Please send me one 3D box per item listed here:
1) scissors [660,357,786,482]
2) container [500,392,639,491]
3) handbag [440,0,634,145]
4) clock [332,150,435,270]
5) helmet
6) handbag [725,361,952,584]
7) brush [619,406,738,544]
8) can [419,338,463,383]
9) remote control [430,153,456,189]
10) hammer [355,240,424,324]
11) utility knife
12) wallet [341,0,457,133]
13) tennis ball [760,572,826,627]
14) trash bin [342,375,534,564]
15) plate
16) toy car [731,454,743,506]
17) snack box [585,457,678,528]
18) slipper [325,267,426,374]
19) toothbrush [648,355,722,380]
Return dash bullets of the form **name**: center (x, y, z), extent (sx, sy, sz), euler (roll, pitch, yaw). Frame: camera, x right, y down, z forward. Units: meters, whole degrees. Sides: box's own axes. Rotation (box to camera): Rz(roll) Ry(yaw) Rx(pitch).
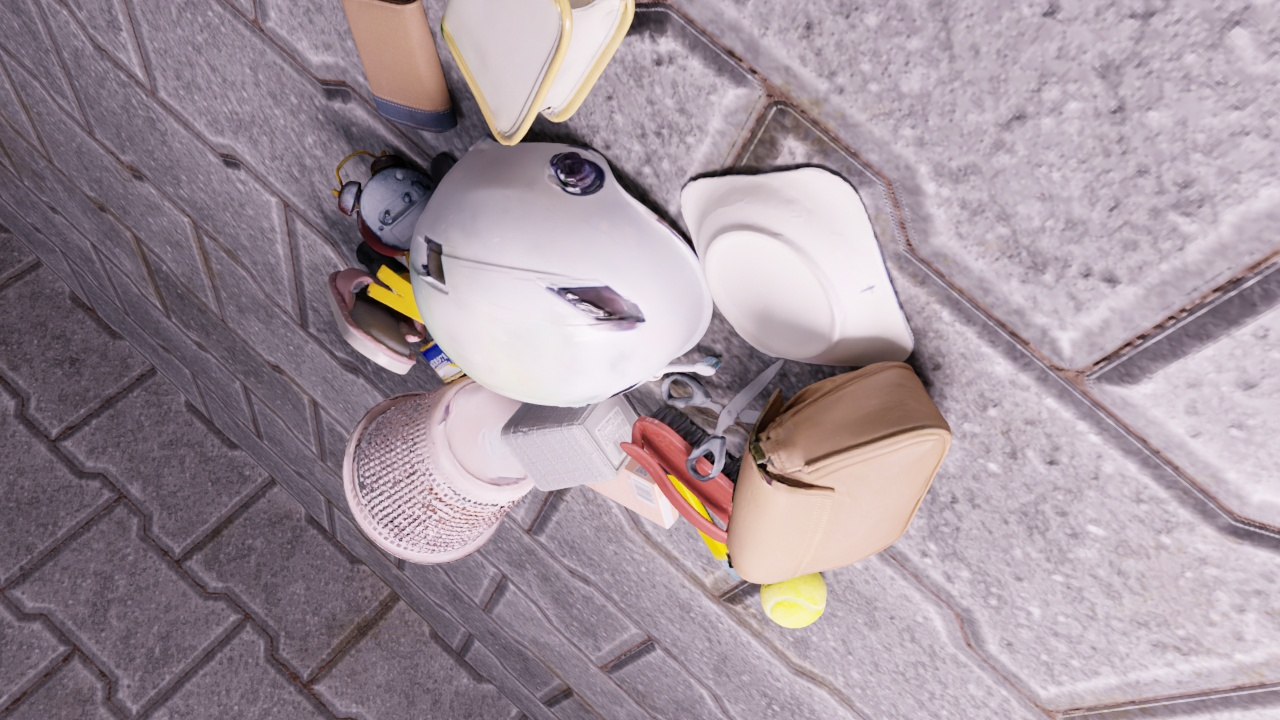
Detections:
- **scissors**: center (0.074, 0.046, 0.794), extent (0.159, 0.014, 0.179), euler (43, 133, 35)
- **container**: center (-0.065, 0.075, 0.952), extent (0.115, 0.090, 0.090), euler (-12, 121, 44)
- **handbag**: center (-0.088, -0.255, 0.607), extent (0.178, 0.063, 0.164), euler (59, 151, 4)
- **clock**: center (-0.245, -0.153, 0.901), extent (0.122, 0.081, 0.055), euler (48, 158, -12)
- **helmet**: center (-0.086, -0.051, 0.751), extent (0.259, 0.145, 0.229), euler (27, 144, 20)
- **handbag**: center (0.135, 0.084, 0.669), extent (0.205, 0.147, 0.099), euler (93, 157, -52)
- **brush**: center (0.048, 0.108, 0.880), extent (0.146, 0.069, 0.063), euler (42, 150, 4)
- **can**: center (-0.195, -0.020, 1.017), extent (0.049, 0.074, 0.148), euler (53, 150, -10)
- **remote control**: center (-0.157, -0.134, 0.871), extent (0.136, 0.024, 0.053), euler (53, 150, -15)
- **hammer**: center (-0.247, -0.080, 0.958), extent (0.128, 0.033, 0.301), euler (30, -179, -35)
- **utility knife**: center (0.069, 0.177, 0.999), extent (0.033, 0.015, 0.192), euler (9, 136, 51)
- **wallet**: center (-0.203, -0.253, 0.770), extent (0.090, 0.033, 0.115), euler (23, 144, 29)
- **tennis ball**: center (0.152, 0.232, 0.913), extent (0.065, 0.065, 0.066), euler (32, 149, 22)
- **trash bin**: center (-0.218, 0.116, 1.107), extent (0.227, 0.226, 0.193), euler (49, 138, -9)
- **plate**: center (0.099, -0.054, 0.643), extent (0.164, 0.034, 0.164), euler (6, 132, 49)
- **toy car**: center (0.115, 0.097, 0.797), extent (0.045, 0.052, 0.121), euler (21, 148, -10)
- **snack box**: center (-0.030, 0.129, 1.049), extent (0.157, 0.026, 0.084), euler (24, 146, 32)
- **slipper**: center (-0.296, -0.059, 1.042), extent (0.114, 0.054, 0.274), euler (36, -175, -26)
- **toothbrush**: center (-0.005, 0.005, 0.857), extent (0.221, 0.026, 0.027), euler (1, 131, 51)
